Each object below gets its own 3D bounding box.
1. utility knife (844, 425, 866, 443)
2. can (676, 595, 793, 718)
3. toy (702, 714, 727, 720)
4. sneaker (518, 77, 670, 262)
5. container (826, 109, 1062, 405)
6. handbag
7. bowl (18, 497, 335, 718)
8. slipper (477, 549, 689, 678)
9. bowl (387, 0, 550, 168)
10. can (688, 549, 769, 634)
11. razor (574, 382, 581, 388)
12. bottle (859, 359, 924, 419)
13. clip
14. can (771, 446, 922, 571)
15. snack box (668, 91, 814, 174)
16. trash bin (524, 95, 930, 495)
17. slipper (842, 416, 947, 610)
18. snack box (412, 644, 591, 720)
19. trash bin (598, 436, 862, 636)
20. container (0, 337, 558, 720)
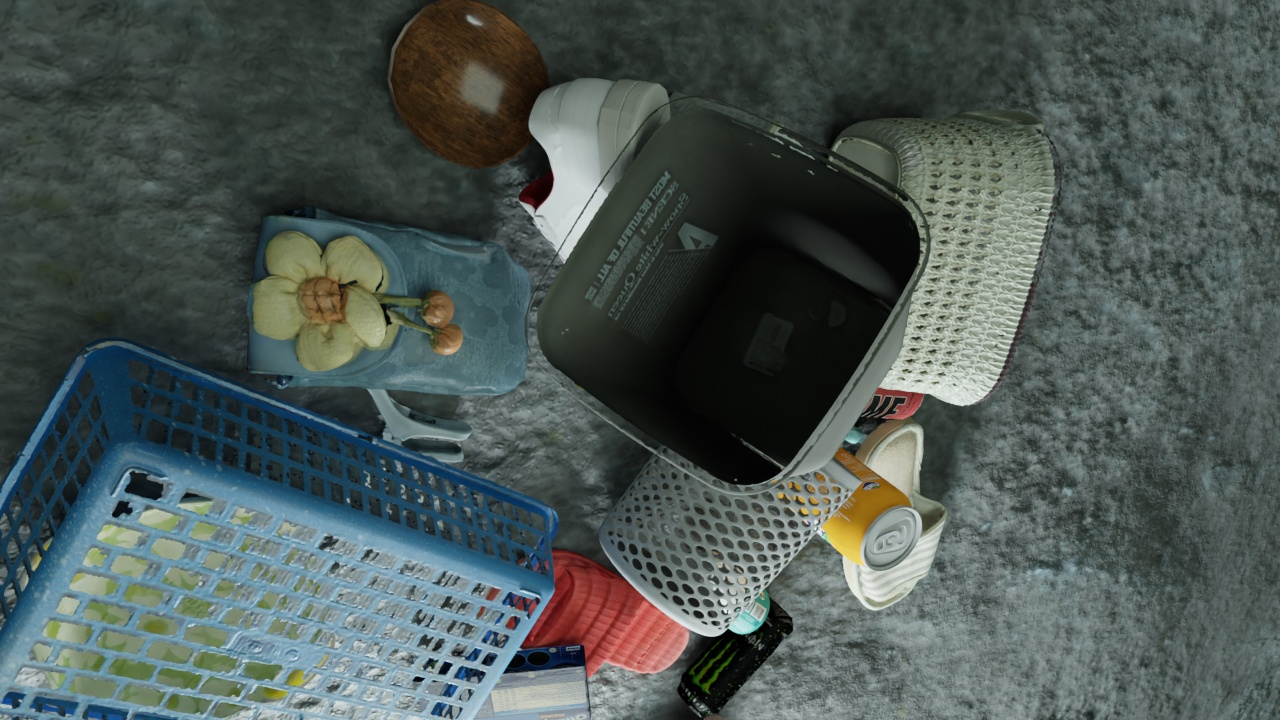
[{"bbox_3d":[0.203,0.069,0.931,0.147,0.015,0.022,24,92,-38],"label":"utility knife"},{"bbox_3d":[0.100,0.308,0.960,0.137,0.054,0.054,-47,126,-2],"label":"can"},{"bbox_3d":[0.041,0.483,0.992,0.190,0.087,0.238,26,105,-34],"label":"toy"},{"bbox_3d":[-0.035,-0.102,0.683,0.237,0.104,0.090,84,25,-52],"label":"sneaker"},{"bbox_3d":[0.233,-0.088,0.775,0.143,0.184,0.252,1,112,-20],"label":"container"},{"bbox_3d":[-0.161,-0.033,0.612,0.191,0.119,0.121,8,88,-28],"label":"handbag"},{"bbox_3d":[-0.324,0.169,0.660,0.188,0.060,0.219,-48,125,-1],"label":"bowl"},{"bbox_3d":[-0.037,0.249,0.856,0.248,0.059,0.103,29,97,-37],"label":"slipper"},{"bbox_3d":[-0.118,-0.188,0.624,0.114,0.026,0.102,38,91,-36],"label":"bowl"},{"bbox_3d":[0.082,0.230,0.913,0.055,0.055,0.101,-49,126,0],"label":"can"},{"bbox_3d":[-0.005,0.005,0.781,0.105,0.026,0.042,4,108,-35],"label":"razor"},{"bbox_3d":[0.186,0.021,0.867,0.176,0.062,0.062,5,110,-30],"label":"bottle"},{"bbox_3d":[-0.211,0.029,0.675,0.172,0.031,0.164,-14,120,-24],"label":"clip"},{"bbox_3d":[0.193,0.133,0.874,0.079,0.142,0.079,-12,118,-24],"label":"can"},{"bbox_3d":[0.077,-0.152,0.671,0.082,0.150,0.026,34,93,-34],"label":"snack box"},{"bbox_3d":[0.077,-0.023,0.621,0.197,0.197,0.220,-57,158,2],"label":"trash bin"},{"bbox_3d":[0.272,0.175,0.985,0.114,0.054,0.273,-24,127,-14],"label":"slipper"},{"bbox_3d":[-0.121,0.296,0.816,0.150,0.027,0.082,-3,124,-4],"label":"snack box"},{"bbox_3d":[0.072,0.124,0.800,0.156,0.156,0.183,36,95,-36],"label":"trash bin"},{"bbox_3d":[-0.239,0.172,0.615,0.362,0.089,0.257,28,97,-35],"label":"container"}]
